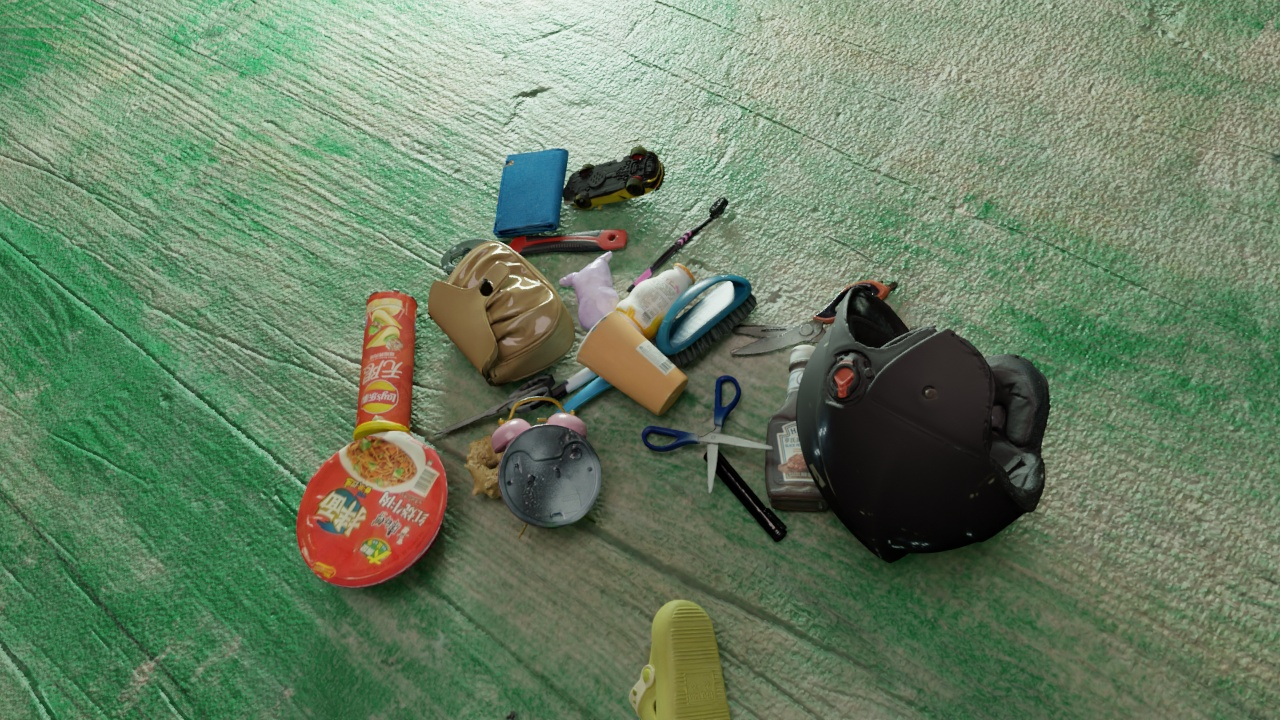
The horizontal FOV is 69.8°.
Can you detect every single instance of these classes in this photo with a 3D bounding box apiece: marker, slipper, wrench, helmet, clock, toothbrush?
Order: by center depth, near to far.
[{"bbox_3d":[0.036,0.337,0.910,0.082,0.091,0.190,-28,57,47],"label":"slipper"},{"bbox_3d":[0.266,0.061,0.910,0.231,0.233,0.274,-48,58,20],"label":"helmet"},{"bbox_3d":[0.116,0.148,1.026,0.020,0.022,0.132,-14,49,-35],"label":"marker"},{"bbox_3d":[-0.110,0.117,1.054,0.117,0.060,0.158,-8,78,-15],"label":"clock"},{"bbox_3d":[-0.067,0.017,1.156,0.130,0.022,0.018,-33,84,-3],"label":"marker"},{"bbox_3d":[0.050,-0.156,1.230,0.189,0.018,0.014,-43,57,-10],"label":"toothbrush"},{"bbox_3d":[-0.151,-0.158,1.287,0.274,0.016,0.056,-6,59,12],"label":"wrench"}]

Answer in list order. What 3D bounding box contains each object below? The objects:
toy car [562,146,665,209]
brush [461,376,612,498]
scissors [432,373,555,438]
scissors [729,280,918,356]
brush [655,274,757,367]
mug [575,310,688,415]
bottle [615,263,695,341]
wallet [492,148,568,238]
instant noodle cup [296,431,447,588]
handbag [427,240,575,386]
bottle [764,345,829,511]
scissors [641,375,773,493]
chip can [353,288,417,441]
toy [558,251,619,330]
[{"bbox_3d":[-0.039,-0.253,1.294,0.156,0.041,0.071,-9,57,28],"label":"toy car"},{"bbox_3d":[-0.108,0.076,1.122,0.254,0.046,0.083,-36,53,-13],"label":"brush"},{"bbox_3d":[-0.185,0.067,1.144,0.174,0.014,0.137,-36,26,-19],"label":"scissors"},{"bbox_3d":[0.222,-0.044,1.115,0.196,0.015,0.215,36,76,30],"label":"scissors"},{"bbox_3d":[0.076,-0.057,1.126,0.143,0.073,0.055,-38,33,-10],"label":"brush"},{"bbox_3d":[-0.007,0.006,1.103,0.123,0.078,0.078,38,75,12],"label":"mug"},{"bbox_3d":[0.021,-0.075,1.161,0.108,0.063,0.063,-45,59,-12],"label":"bottle"},{"bbox_3d":[-0.159,-0.240,1.322,0.106,0.040,0.132,-5,63,20],"label":"wallet"},{"bbox_3d":[-0.308,0.185,1.099,0.194,0.066,0.193,-8,59,13],"label":"instant noodle cup"},{"bbox_3d":[-0.185,-0.066,1.192,0.147,0.100,0.204,-42,55,-7],"label":"handbag"},{"bbox_3d":[0.184,0.073,1.039,0.080,0.044,0.194,0,59,14],"label":"bottle"},{"bbox_3d":[0.076,0.085,1.062,0.163,0.012,0.172,-10,44,20],"label":"scissors"},{"bbox_3d":[-0.333,0.011,1.206,0.073,0.073,0.216,-12,57,8],"label":"chip can"},{"bbox_3d":[-0.062,-0.085,1.205,0.084,0.039,0.108,-27,60,16],"label":"toy"}]
